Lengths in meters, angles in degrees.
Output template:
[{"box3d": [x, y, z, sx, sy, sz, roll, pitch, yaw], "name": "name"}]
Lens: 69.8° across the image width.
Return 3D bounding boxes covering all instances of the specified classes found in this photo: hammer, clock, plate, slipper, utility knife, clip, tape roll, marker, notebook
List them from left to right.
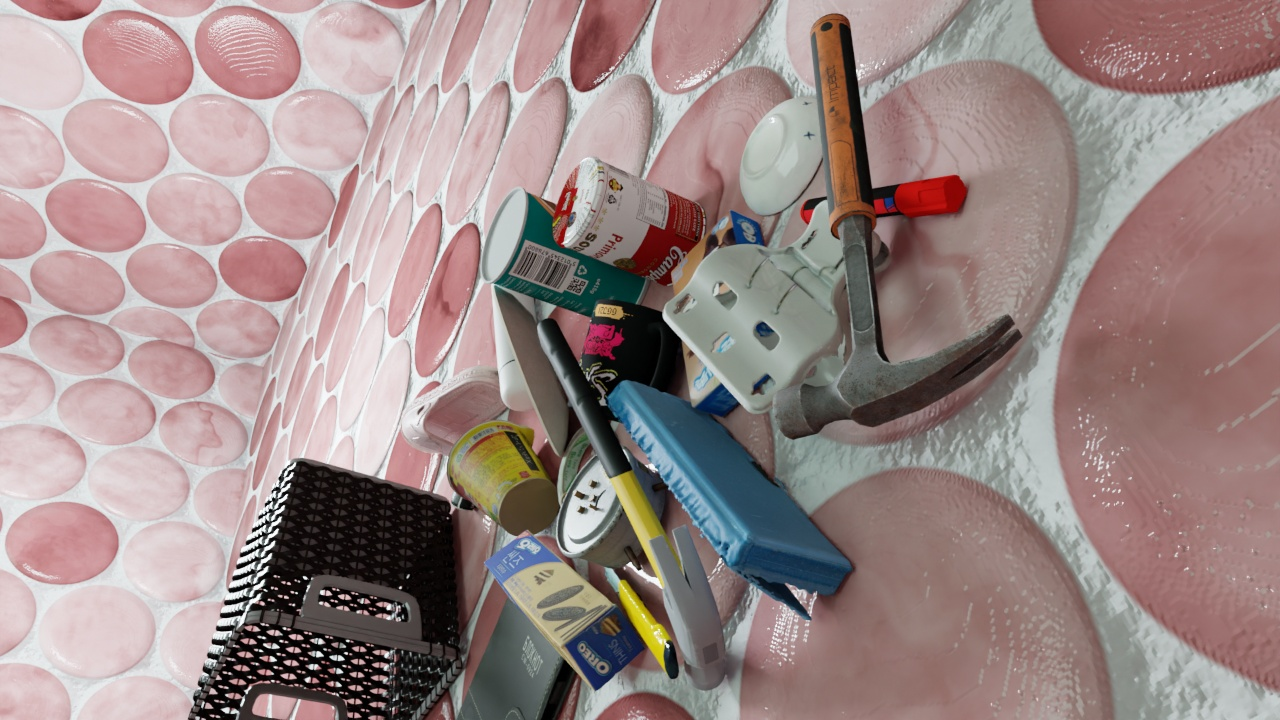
[{"box3d": [-0.239, 0.080, 1.170, 0.240, 0.094, 0.064, -34, 41, 45], "name": "slipper"}, {"box3d": [-0.127, 0.332, 0.890, 0.169, 0.029, 0.209, 32, 104, 62], "name": "notebook"}, {"box3d": [-0.105, 0.006, 0.942, 0.189, 0.027, 0.188, 157, 92, -86], "name": "plate"}, {"box3d": [-0.052, 0.108, 0.895, 0.094, 0.018, 0.093, -39, 42, 46], "name": "tape roll"}, {"box3d": [-0.034, 0.127, 0.798, 0.148, 0.056, 0.103, -5, 56, 60], "name": "clock"}, {"box3d": [-0.017, 0.081, 0.694, 0.127, 0.029, 0.323, 82, 163, -49], "name": "hammer"}, {"box3d": [-0.006, 0.193, 0.720, 0.217, 0.019, 0.030, -163, 70, -72], "name": "utility knife"}, {"box3d": [0.111, -0.174, 0.762, 0.105, 0.026, 0.104, -38, 43, 46], "name": "plate"}, {"box3d": [0.107, -0.036, 0.644, 0.152, 0.099, 0.126, -37, 54, -5], "name": "clip"}, {"box3d": [0.145, -0.109, 0.583, 0.138, 0.035, 0.313, -18, 55, 30], "name": "hammer"}, {"box3d": [0.162, -0.108, 0.637, 0.145, 0.021, 0.023, 6, 86, 62], "name": "marker"}]

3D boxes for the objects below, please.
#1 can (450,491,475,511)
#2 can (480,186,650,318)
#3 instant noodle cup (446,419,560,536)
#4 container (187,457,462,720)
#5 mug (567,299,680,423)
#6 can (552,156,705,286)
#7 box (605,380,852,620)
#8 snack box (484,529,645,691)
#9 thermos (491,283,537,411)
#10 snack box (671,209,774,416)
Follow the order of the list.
[{"box3d": [-0.209, 0.145, 1.141, 0.031, 0.031, 0.080, 22, 93, 62], "name": "can"}, {"box3d": [-0.074, -0.102, 0.925, 0.100, 0.143, 0.099, -39, 42, 46], "name": "can"}, {"box3d": [-0.140, 0.131, 0.970, 0.112, 0.100, 0.100, 37, 107, 52], "name": "instant noodle cup"}, {"box3d": [-0.373, 0.301, 1.124, 0.246, 0.247, 0.243, -53, 29, 30], "name": "container"}, {"box3d": [-0.005, 0.005, 0.802, 0.118, 0.081, 0.098, 2, 75, 63], "name": "mug"}, {"box3d": [-0.011, -0.129, 0.858, 0.087, 0.116, 0.086, -39, 42, 46], "name": "can"}, {"box3d": [0.048, 0.091, 0.649, 0.054, 0.093, 0.231, -64, 30, 13], "name": "box"}, {"box3d": [-0.074, 0.214, 0.810, 0.057, 0.056, 0.207, -37, 22, -18], "name": "snack box"}, {"box3d": [-0.151, -0.030, 1.118, 0.052, 0.052, 0.223, -52, 33, 32], "name": "thermos"}, {"box3d": [0.070, -0.040, 0.748, 0.087, 0.034, 0.151, -46, 37, 39], "name": "snack box"}]
